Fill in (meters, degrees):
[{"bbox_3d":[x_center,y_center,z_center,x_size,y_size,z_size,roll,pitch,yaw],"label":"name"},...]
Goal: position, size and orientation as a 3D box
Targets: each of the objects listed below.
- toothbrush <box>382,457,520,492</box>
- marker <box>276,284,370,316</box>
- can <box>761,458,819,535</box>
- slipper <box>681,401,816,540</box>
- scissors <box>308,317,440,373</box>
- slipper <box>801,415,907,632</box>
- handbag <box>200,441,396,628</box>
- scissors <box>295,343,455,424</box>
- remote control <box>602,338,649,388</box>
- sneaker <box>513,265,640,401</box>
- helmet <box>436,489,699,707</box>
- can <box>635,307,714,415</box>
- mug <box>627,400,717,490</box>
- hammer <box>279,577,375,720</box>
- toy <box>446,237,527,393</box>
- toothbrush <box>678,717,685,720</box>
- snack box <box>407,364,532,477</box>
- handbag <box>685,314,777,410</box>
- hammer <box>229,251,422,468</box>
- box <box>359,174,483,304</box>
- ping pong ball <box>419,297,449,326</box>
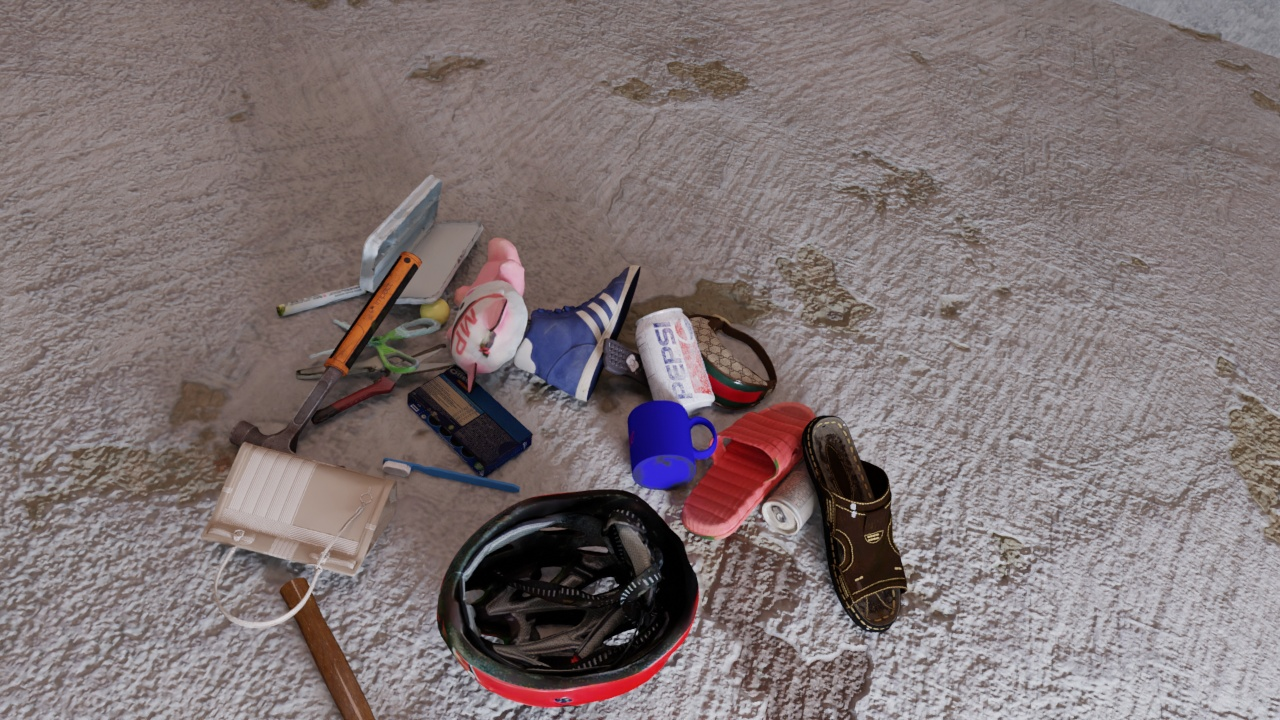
[{"bbox_3d":[-0.228,0.142,1.105,0.166,0.016,0.014,13,48,-4],"label":"toothbrush"},{"bbox_3d":[-0.422,-0.087,1.254,0.146,0.017,0.017,-19,57,-27],"label":"marker"},{"bbox_3d":[0.213,0.161,1.173,0.054,0.054,0.135,36,51,17],"label":"can"},{"bbox_3d":[0.136,0.122,1.166,0.104,0.059,0.248,21,49,35],"label":"slipper"},{"bbox_3d":[-0.341,-0.026,1.202,0.171,0.023,0.167,27,49,29],"label":"scissors"},{"bbox_3d":[0.265,0.189,1.108,0.112,0.076,0.267,-2,70,-30],"label":"slipper"},{"bbox_3d":[-0.380,0.196,0.980,0.175,0.062,0.197,15,43,-1],"label":"handbag"},{"bbox_3d":[-0.345,0.023,1.166,0.179,0.015,0.186,16,49,11],"label":"scissors"},{"bbox_3d":[-0.007,0.007,1.231,0.124,0.009,0.046,25,54,-46],"label":"remote control"},{"bbox_3d":[-0.092,-0.056,1.267,0.118,0.092,0.232,18,56,5],"label":"sneaker"},{"bbox_3d":[-0.075,0.250,0.949,0.271,0.167,0.217,-8,53,-20],"label":"helmet"},{"bbox_3d":[0.044,0.005,1.221,0.078,0.078,0.136,-12,78,-23],"label":"can"},{"bbox_3d":[0.041,0.104,1.155,0.111,0.079,0.083,-8,50,3],"label":"mug"},{"bbox_3d":[-0.277,0.349,0.906,0.115,0.033,0.323,-24,59,-28],"label":"hammer"},{"bbox_3d":[-0.196,-0.063,1.202,0.084,0.142,0.212,30,24,-22],"label":"toy"},{"bbox_3d":[0.014,0.363,0.863,0.010,0.182,0.010,44,50,16],"label":"toothbrush"},{"bbox_3d":[-0.215,0.074,1.159,0.150,0.027,0.082,41,50,21],"label":"snack box"},{"bbox_3d":[0.119,-0.005,1.301,0.138,0.063,0.166,-9,47,-42],"label":"handbag"},{"bbox_3d":[-0.352,-0.002,1.129,0.138,0.035,0.313,25,66,5],"label":"hammer"},{"bbox_3d":[-0.291,-0.157,1.292,0.124,0.107,0.214,26,44,-1],"label":"box"},{"bbox_3d":[-0.281,-0.067,1.256,0.040,0.040,0.040,7,49,-8],"label":"ping pong ball"}]
